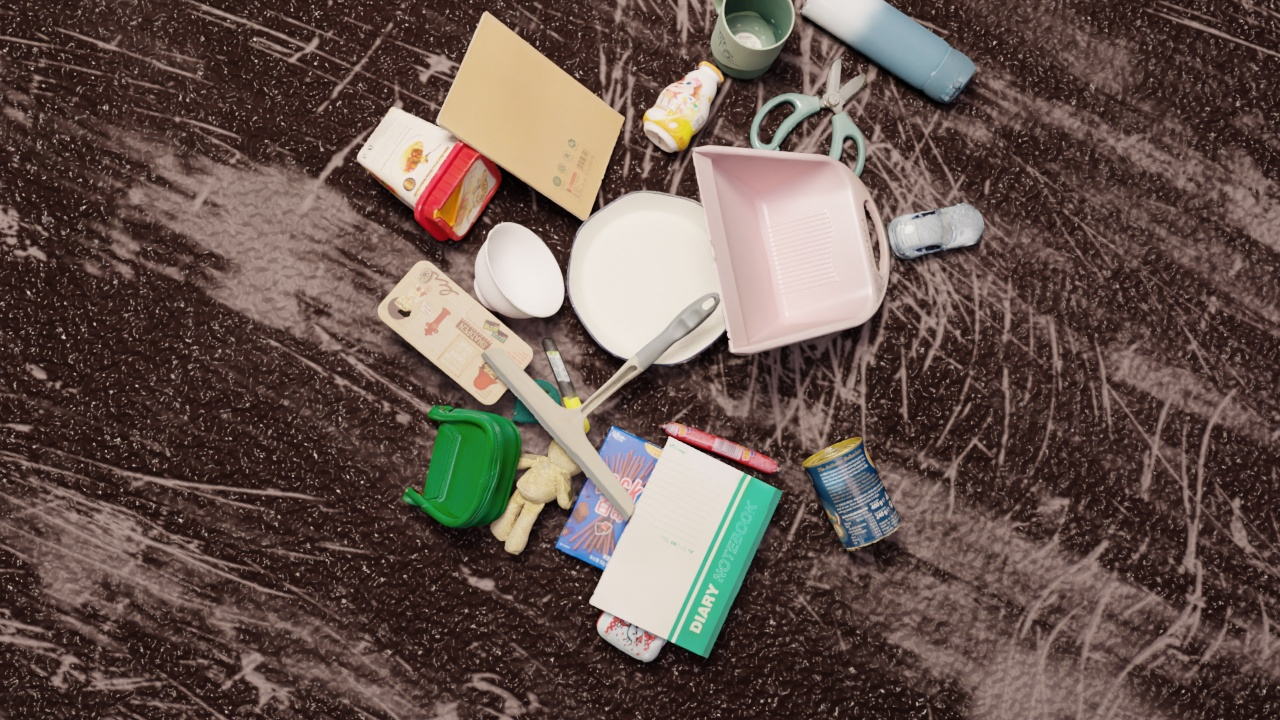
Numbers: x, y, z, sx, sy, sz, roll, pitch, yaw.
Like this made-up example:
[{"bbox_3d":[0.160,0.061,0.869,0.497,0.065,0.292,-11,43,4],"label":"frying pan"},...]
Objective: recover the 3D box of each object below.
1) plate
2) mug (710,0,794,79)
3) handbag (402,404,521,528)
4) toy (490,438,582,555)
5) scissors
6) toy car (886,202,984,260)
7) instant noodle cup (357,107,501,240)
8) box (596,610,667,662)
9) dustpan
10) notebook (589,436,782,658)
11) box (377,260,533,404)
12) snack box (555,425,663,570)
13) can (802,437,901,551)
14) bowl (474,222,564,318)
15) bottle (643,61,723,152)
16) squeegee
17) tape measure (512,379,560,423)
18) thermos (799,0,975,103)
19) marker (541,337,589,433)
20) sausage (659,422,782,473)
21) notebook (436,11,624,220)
[{"bbox_3d":[0.016,-0.095,1.083,0.205,0.045,0.205,0,88,-4],"label":"plate"},{"bbox_3d":[0.120,-0.395,1.076,0.082,0.106,0.111,-36,90,-4],"label":"mug"},{"bbox_3d":[-0.204,0.119,1.037,0.120,0.068,0.131,12,88,24],"label":"handbag"},{"bbox_3d":[-0.114,0.151,1.058,0.105,0.066,0.157,34,88,41],"label":"toy"},{"bbox_3d":[0.229,-0.277,1.122,0.173,0.019,0.177,-36,89,-6],"label":"scissors"},{"bbox_3d":[0.359,-0.157,1.114,0.120,0.037,0.054,-12,87,-7],"label":"toy car"},{"bbox_3d":[-0.243,-0.216,1.047,0.124,0.116,0.116,32,85,11],"label":"instant noodle cup"},{"bbox_3d":[0.033,0.249,1.063,0.087,0.048,0.201,34,85,-1],"label":"box"},{"bbox_3d":[0.182,-0.134,1.018,0.139,0.272,0.222,-12,90,24],"label":"dustpan"},{"bbox_3d":[0.054,0.212,1.045,0.150,0.012,0.209,26,85,-4],"label":"notebook"},{"bbox_3d":[-0.212,-0.029,1.056,0.168,0.079,0.091,41,84,-7],"label":"box"},{"bbox_3d":[-0.029,0.164,1.074,0.084,0.026,0.157,25,85,-1],"label":"snack box"},{"bbox_3d":[0.247,0.155,1.068,0.075,0.075,0.111,-26,89,-5],"label":"can"},{"bbox_3d":[-0.152,-0.091,1.056,0.065,0.118,0.118,-28,88,33],"label":"bowl"},{"bbox_3d":[0.053,-0.302,1.089,0.063,0.063,0.108,38,85,-1],"label":"bottle"},{"bbox_3d":[-0.006,0.006,1.037,0.246,0.039,0.246,-41,94,-2],"label":"squeegee"},{"bbox_3d":[-0.121,0.050,1.076,0.058,0.025,0.054,3,87,-4],"label":"tape measure"},{"bbox_3d":[0.301,-0.390,1.111,0.220,0.070,0.070,32,85,-2],"label":"thermos"},{"bbox_3d":[-0.089,0.029,1.086,0.018,0.015,0.124,-22,85,-6],"label":"marker"},{"bbox_3d":[0.096,0.103,1.090,0.156,0.020,0.020,21,85,-2],"label":"sausage"},{"bbox_3d":[-0.117,-0.272,1.037,0.207,0.008,0.147,30,70,-33],"label":"notebook"}]
